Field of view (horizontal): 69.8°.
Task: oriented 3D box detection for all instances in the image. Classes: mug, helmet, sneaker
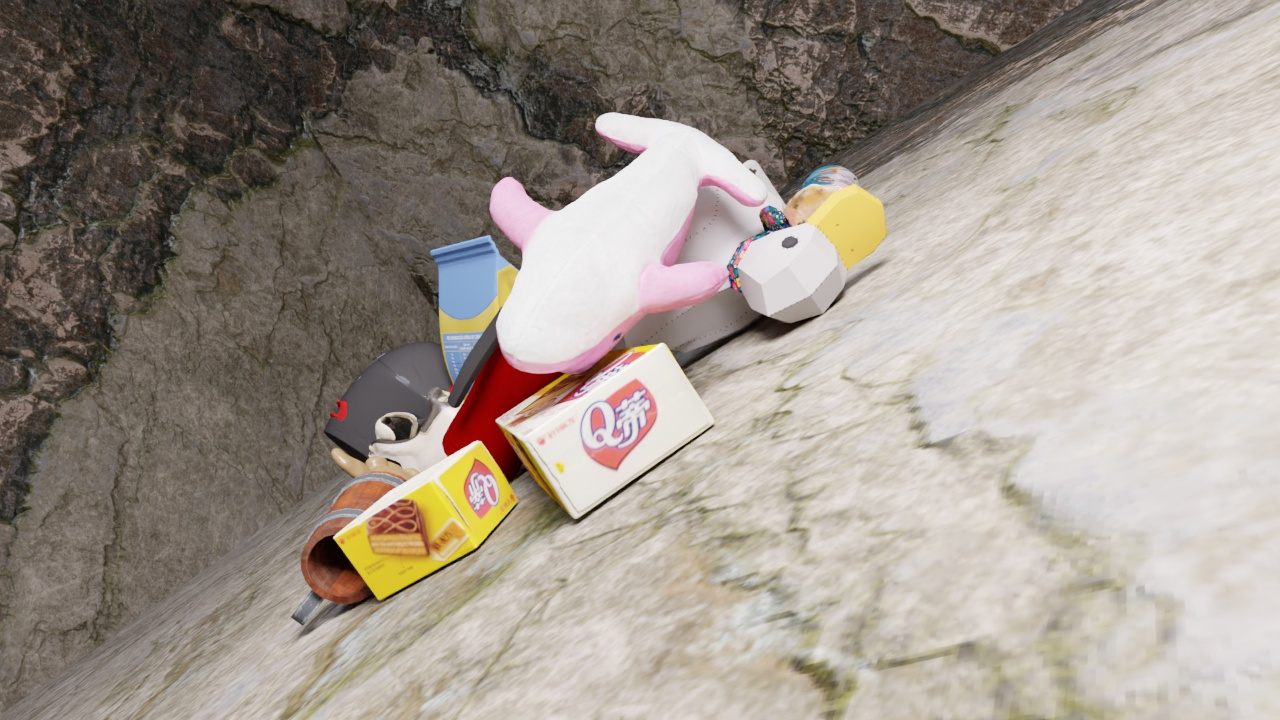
[{"bbox_3d":[-0.245,0.163,0.778,0.117,0.081,0.111,-50,8,10],"label":"mug"},{"bbox_3d":[-0.269,0.062,1.115,0.169,0.164,0.265,-54,19,-17],"label":"helmet"},{"bbox_3d":[-0.258,0.114,0.973,0.242,0.102,0.088,-39,5,24],"label":"sneaker"}]

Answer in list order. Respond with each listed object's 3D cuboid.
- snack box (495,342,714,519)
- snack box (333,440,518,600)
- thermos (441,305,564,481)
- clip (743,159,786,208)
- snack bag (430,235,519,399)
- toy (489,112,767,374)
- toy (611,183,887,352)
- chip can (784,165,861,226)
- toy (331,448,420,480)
[{"bbox_3d":[-0.036,0.044,0.665,0.110,0.061,0.230,-34,6,-11],"label":"snack box"},{"bbox_3d":[-0.161,0.120,0.700,0.106,0.061,0.083,-31,7,22],"label":"snack box"},{"bbox_3d":[-0.108,0.008,0.803,0.108,0.084,0.199,7,-59,-48],"label":"thermos"},{"bbox_3d":[0.106,-0.140,1.060,0.151,0.126,0.092,-39,6,-10],"label":"clip"},{"bbox_3d":[-0.145,-0.028,0.959,0.102,0.205,0.159,-33,18,-29],"label":"snack bag"},{"bbox_3d":[-0.021,-0.075,0.687,0.264,0.187,0.128,-55,-16,-31],"label":"toy"},{"bbox_3d":[0.072,-0.082,0.789,0.247,0.141,0.267,-38,26,9],"label":"toy"},{"bbox_3d":[0.209,-0.173,1.021,0.080,0.080,0.229,-31,7,21],"label":"chip can"},{"bbox_3d":[-0.252,0.143,0.885,0.108,0.134,0.105,-59,24,15],"label":"toy"}]
